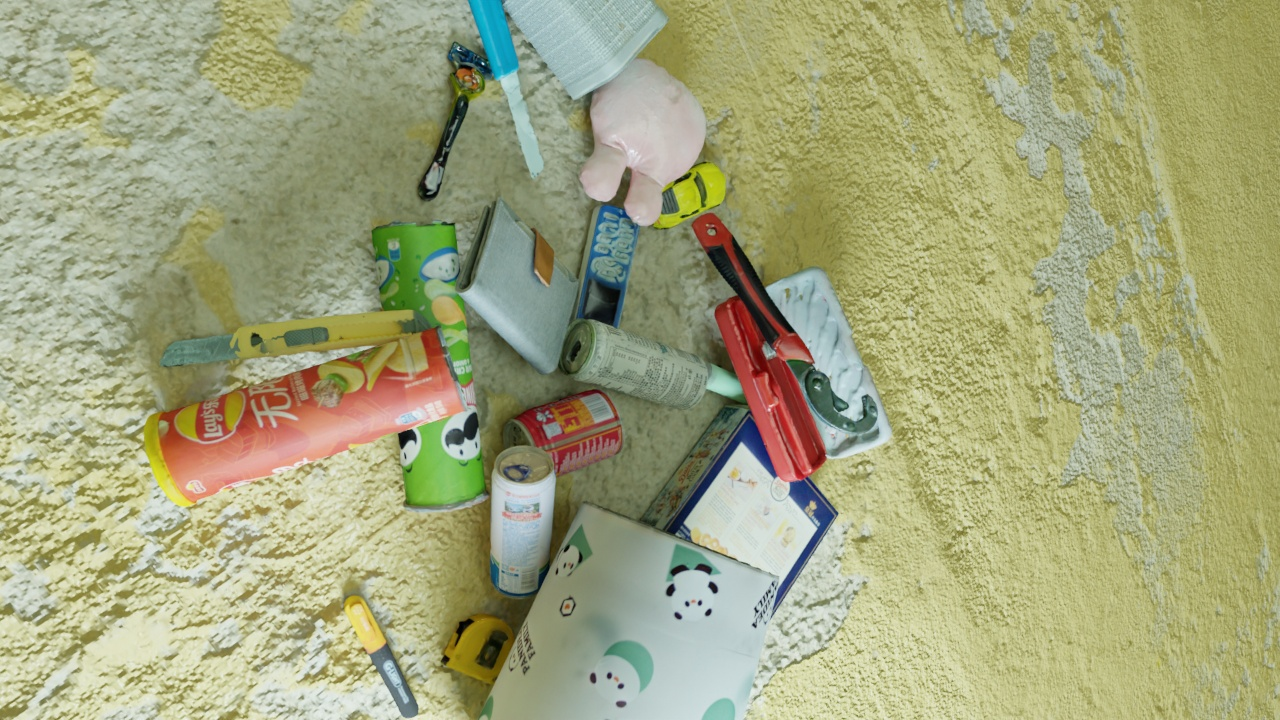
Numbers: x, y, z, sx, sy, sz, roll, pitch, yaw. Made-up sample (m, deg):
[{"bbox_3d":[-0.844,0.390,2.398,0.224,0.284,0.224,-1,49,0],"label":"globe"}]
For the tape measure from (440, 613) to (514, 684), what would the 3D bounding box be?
[{"bbox_3d":[-0.139,0.256,0.816,0.060,0.029,0.057,34,72,-30],"label":"tape measure"}]

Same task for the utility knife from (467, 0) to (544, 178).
[{"bbox_3d":[-0.125,-0.275,0.807,0.034,0.018,0.234,-23,99,-36],"label":"utility knife"}]

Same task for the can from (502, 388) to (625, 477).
[{"bbox_3d":[-0.070,0.069,0.834,0.093,0.067,0.066,-18,101,-32],"label":"can"}]

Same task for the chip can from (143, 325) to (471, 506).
[{"bbox_3d":[-0.240,0.039,0.676,0.216,0.073,0.073,-19,102,-11],"label":"chip can"}]

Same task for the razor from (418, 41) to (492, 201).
[{"bbox_3d":[-0.163,-0.204,0.792,0.042,0.022,0.142,23,80,-31],"label":"razor"}]

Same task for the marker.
[{"bbox_3d":[-0.217,0.252,0.773,0.018,0.015,0.124,-29,109,-25],"label":"marker"}]

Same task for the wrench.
[{"bbox_3d":[0.139,-0.036,0.919,0.056,0.016,0.273,-36,85,-16],"label":"wrench"}]

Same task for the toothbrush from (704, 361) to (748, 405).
[{"bbox_3d":[0.147,0.048,1.002,0.224,0.027,0.027,23,40,-32],"label":"toothbrush"}]

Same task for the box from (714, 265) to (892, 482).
[{"bbox_3d":[0.169,0.012,0.946,0.110,0.100,0.201,-19,86,-53],"label":"box"}]

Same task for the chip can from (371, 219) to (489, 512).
[{"bbox_3d":[-0.175,0.003,0.761,0.072,0.072,0.236,-9,96,-33],"label":"chip can"}]

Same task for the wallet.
[{"bbox_3d":[-0.100,-0.065,0.796,0.130,0.037,0.106,49,46,-47],"label":"wallet"}]

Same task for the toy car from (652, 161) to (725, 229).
[{"bbox_3d":[0.049,-0.168,0.927,0.105,0.032,0.048,-29,107,-31],"label":"toy car"}]

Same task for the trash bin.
[{"bbox_3d":[-0.011,0.268,0.773,0.229,0.230,0.251,26,80,-31],"label":"trash bin"}]

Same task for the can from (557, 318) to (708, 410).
[{"bbox_3d":[-0.005,0.005,0.874,0.146,0.058,0.058,17,82,-37],"label":"can"}]

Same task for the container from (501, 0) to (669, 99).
[{"bbox_3d":[-0.053,-0.314,0.823,0.111,0.090,0.089,48,66,-22],"label":"container"}]

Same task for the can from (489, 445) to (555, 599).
[{"bbox_3d":[-0.102,0.140,0.788,0.053,0.053,0.135,-18,131,-32],"label":"can"}]

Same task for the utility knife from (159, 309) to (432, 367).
[{"bbox_3d":[-0.260,-0.016,0.701,0.201,0.021,0.031,-8,84,-5],"label":"utility knife"}]

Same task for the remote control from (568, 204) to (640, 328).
[{"bbox_3d":[-0.035,-0.084,0.878,0.049,0.024,0.125,13,88,-33],"label":"remote control"}]

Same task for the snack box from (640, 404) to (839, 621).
[{"bbox_3d":[0.104,0.173,0.965,0.178,0.046,0.182,49,66,-24],"label":"snack box"}]

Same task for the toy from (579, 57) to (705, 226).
[{"bbox_3d":[-0.001,-0.209,0.876,0.121,0.054,0.159,30,70,-20],"label":"toy"}]
